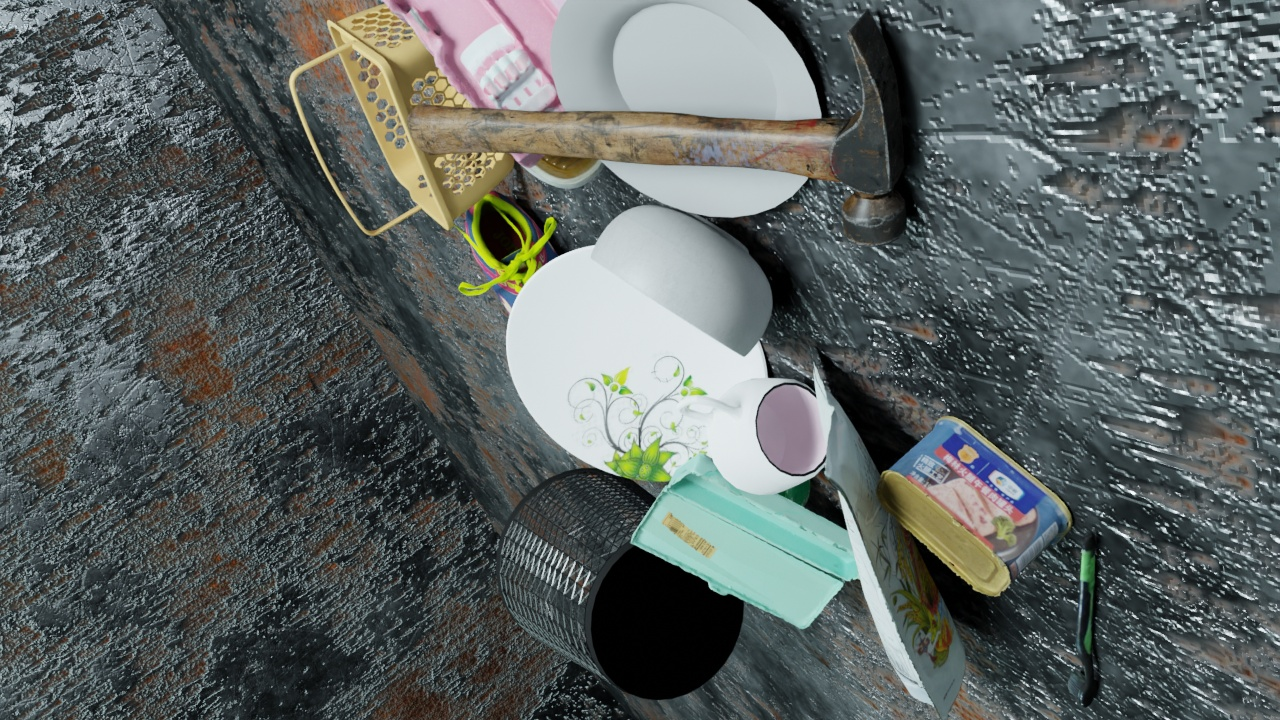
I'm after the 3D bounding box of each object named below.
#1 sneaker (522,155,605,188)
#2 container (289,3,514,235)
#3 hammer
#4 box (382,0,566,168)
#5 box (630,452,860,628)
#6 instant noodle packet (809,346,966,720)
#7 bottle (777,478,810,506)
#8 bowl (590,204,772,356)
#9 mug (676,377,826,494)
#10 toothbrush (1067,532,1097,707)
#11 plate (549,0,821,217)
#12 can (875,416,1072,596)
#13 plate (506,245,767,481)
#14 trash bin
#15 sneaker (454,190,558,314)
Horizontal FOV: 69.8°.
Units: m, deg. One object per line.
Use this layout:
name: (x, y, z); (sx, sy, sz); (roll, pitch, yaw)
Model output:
sneaker: (-0.094, -0.235, 0.690); (0.235, 0.087, 0.079); (59, 180, -1)
container: (-0.225, -0.222, 0.855); (0.129, 0.166, 0.184); (40, 157, 35)
hammer: (-0.012, -0.138, 0.537); (0.331, 0.033, 0.120); (11, 137, 30)
box: (-0.097, -0.267, 0.608); (0.173, 0.075, 0.233); (-39, 88, 36)
box: (0.101, 0.157, 0.796); (0.187, 0.056, 0.138); (29, 137, -7)
instant noodle packet: (0.175, 0.130, 0.659); (0.146, 0.057, 0.269); (-88, -25, -58)
bottle: (0.094, 0.107, 0.816); (0.110, 0.042, 0.043); (3, 130, 38)
bowl: (0.036, -0.064, 0.641); (0.132, 0.064, 0.131); (32, -175, -3)
mug: (0.081, 0.052, 0.702); (0.123, 0.090, 0.076); (23, 159, -22)
toothbrush: (0.281, 0.168, 0.584); (0.017, 0.014, 0.188); (43, 159, 50)
plate: (0.027, -0.157, 0.543); (0.173, 0.019, 0.173); (22, 149, 14)
can: (0.202, 0.089, 0.564); (0.100, 0.059, 0.054); (43, 158, 27)
plate: (-0.003, 0.002, 0.783); (0.229, 0.030, 0.230); (9, 122, 14)
trash bin: (-0.019, 0.240, 0.985); (0.217, 0.216, 0.243); (58, 162, -14)
sneaker: (-0.110, -0.064, 0.935); (0.241, 0.116, 0.091); (57, 171, 8)
